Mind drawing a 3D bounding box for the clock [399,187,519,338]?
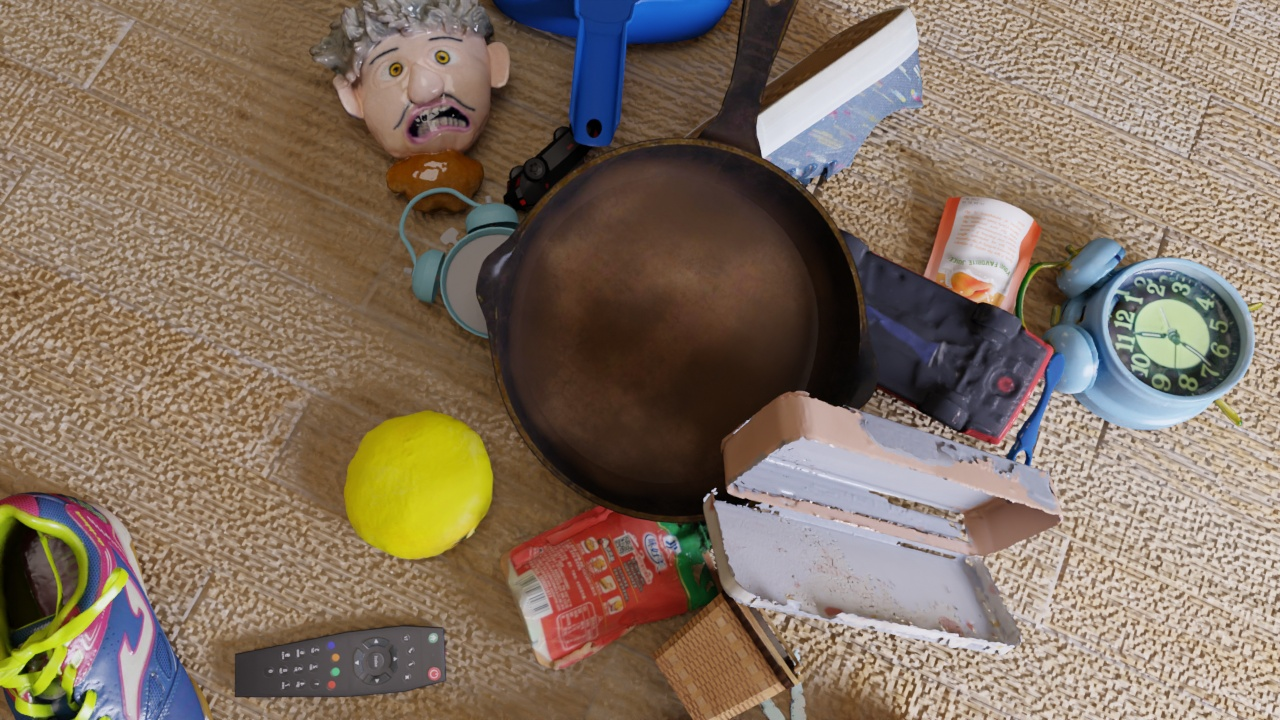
[{"bbox_3d":[-0.108,-0.063,0.608,0.087,0.042,0.123,-44,91,-10],"label":"clock"}]

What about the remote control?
[{"bbox_3d":[-0.182,0.186,0.561,0.124,0.010,0.039,-4,76,-5],"label":"remote control"}]

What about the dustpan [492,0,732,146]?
[{"bbox_3d":[-0.024,-0.259,0.654,0.245,0.060,0.257,5,72,-3],"label":"dustpan"}]

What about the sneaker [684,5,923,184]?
[{"bbox_3d":[0.107,-0.154,0.640,0.235,0.087,0.079,-35,113,-8],"label":"sneaker"}]

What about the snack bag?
[{"bbox_3d":[-0.005,0.128,0.578,0.155,0.044,0.087,-21,83,-14],"label":"snack bag"}]

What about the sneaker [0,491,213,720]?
[{"bbox_3d":[-0.317,0.190,0.508,0.116,0.091,0.241,-22,79,-12],"label":"sneaker"}]

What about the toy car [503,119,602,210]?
[{"bbox_3d":[-0.056,-0.137,0.639,0.091,0.042,0.036,-45,108,-14],"label":"toy car"}]

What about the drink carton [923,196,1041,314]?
[{"bbox_3d":[0.231,-0.049,0.643,0.069,0.039,0.122,20,82,7],"label":"drink carton"}]

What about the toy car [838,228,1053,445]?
[{"bbox_3d":[0.169,-0.021,0.612,0.189,0.056,0.081,29,93,12],"label":"toy car"}]

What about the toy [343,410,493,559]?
[{"bbox_3d":[-0.139,0.078,0.577,0.095,0.041,0.094,-42,77,-12],"label":"toy"}]

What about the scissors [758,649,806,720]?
[{"bbox_3d":[0.110,0.242,0.570,0.103,0.015,0.133,-1,71,-1],"label":"scissors"}]

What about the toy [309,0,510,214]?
[{"bbox_3d":[-0.152,-0.186,0.629,0.132,0.076,0.176,-14,86,-7],"label":"toy"}]

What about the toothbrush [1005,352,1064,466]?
[{"bbox_3d":[0.254,0.057,0.607,0.021,0.016,0.132,14,98,-8],"label":"toothbrush"}]

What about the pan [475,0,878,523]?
[{"bbox_3d":[0.039,-0.080,0.564,0.248,0.043,0.356,15,90,-10],"label":"pan"}]

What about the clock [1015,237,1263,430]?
[{"bbox_3d":[0.334,-0.019,0.628,0.162,0.060,0.118,15,76,4],"label":"clock"}]

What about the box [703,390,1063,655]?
[{"bbox_3d":[0.149,0.089,0.531,0.216,0.095,0.108,18,116,-25],"label":"box"}]

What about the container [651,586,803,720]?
[{"bbox_3d":[0.051,0.171,0.534,0.061,0.114,0.063,-35,74,1],"label":"container"}]
